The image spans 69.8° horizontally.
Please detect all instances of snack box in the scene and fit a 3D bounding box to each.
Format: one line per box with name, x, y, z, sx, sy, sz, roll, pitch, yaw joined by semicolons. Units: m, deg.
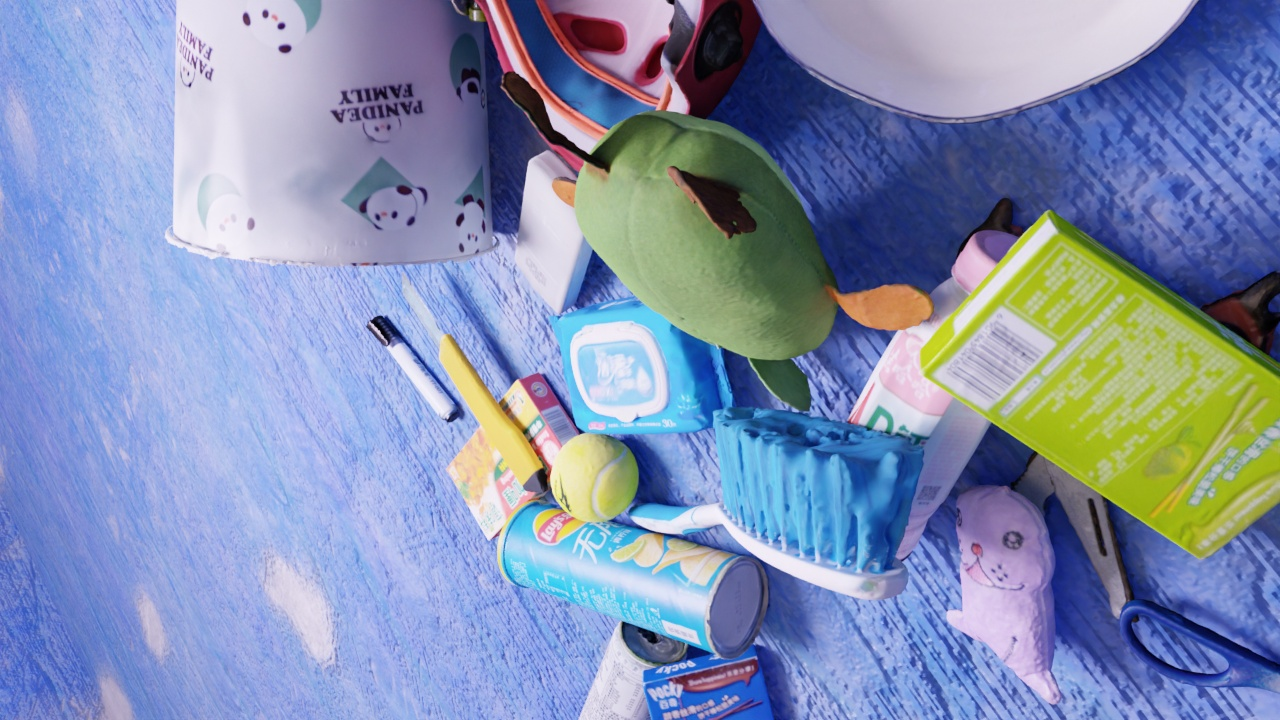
snack box;0.210;0.013;0.395;0.156;0.026;0.086;32;121;-2
snack box;0.060;0.289;0.660;0.084;0.026;0.157;-14;97;2
snack box;-0.107;0.083;0.770;0.077;0.026;0.156;56;134;14

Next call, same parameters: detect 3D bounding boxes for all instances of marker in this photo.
marker;-0.210;0.007;0.841;0.130;0.022;0.018;48;126;21

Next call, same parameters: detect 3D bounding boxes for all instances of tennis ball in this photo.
tennis ball;-0.034;0.086;0.677;0.065;0.065;0.065;17;116;38

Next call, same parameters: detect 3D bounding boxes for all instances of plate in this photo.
plate;0.138;-0.204;0.375;0.205;0.045;0.205;4;108;12

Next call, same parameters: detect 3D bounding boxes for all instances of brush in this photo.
brush;0.053;0.078;0.546;0.315;0.060;0.109;-168;71;-66

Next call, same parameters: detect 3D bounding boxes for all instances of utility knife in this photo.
utility knife;-0.136;0.017;0.741;0.219;0.015;0.033;55;134;11

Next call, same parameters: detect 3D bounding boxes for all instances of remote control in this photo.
remote control;-0.058;-0.083;0.626;0.058;0.021;0.150;51;160;8

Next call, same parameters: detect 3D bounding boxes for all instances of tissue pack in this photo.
tissue pack;-0.004;0.004;0.628;0.157;0.052;0.095;-5;102;43

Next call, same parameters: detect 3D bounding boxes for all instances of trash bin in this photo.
trash bin;-0.208;-0.208;0.634;0.230;0.229;0.252;18;111;37

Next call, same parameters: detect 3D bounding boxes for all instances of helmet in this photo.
helmet;-0.008;-0.226;0.487;0.207;0.143;0.240;36;156;35

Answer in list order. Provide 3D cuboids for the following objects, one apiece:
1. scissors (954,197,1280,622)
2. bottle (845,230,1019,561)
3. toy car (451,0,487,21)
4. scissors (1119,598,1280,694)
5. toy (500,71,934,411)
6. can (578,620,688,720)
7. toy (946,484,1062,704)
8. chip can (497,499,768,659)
scissors;0.215;0.026;0.460;0.189;0.015;0.226;46;132;21
bottle;0.147;0.026;0.475;0.068;0.068;0.197;40;133;25
toy car;-0.080;-0.239;0.584;0.035;0.090;0.042;35;131;52
scissors;0.308;0.142;0.415;0.163;0.012;0.176;3;105;33
toy;0.036;-0.060;0.464;0.227;0.246;0.090;28;85;31
can;-0.009;0.262;0.725;0.058;0.058;0.147;38;127;27
toy;0.191;0.114;0.486;0.084;0.039;0.108;-149;46;-64
chip can;-0.012;0.156;0.680;0.211;0.071;0.071;6;109;41
